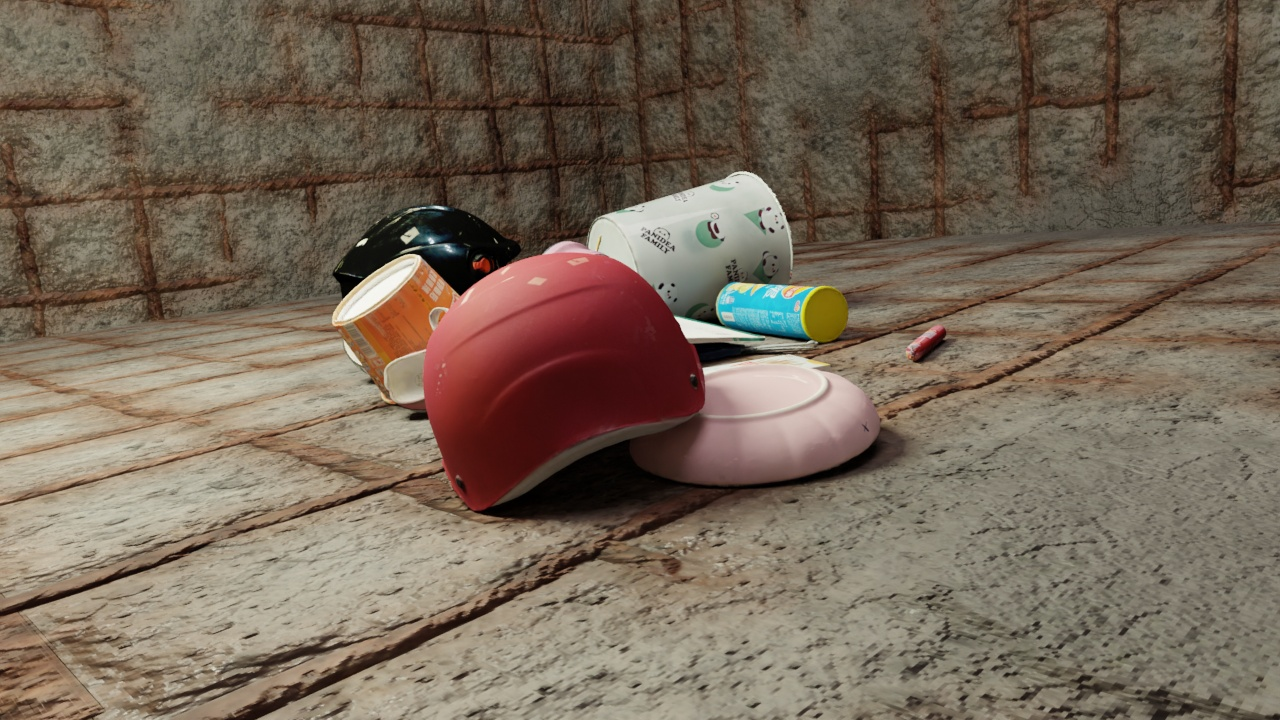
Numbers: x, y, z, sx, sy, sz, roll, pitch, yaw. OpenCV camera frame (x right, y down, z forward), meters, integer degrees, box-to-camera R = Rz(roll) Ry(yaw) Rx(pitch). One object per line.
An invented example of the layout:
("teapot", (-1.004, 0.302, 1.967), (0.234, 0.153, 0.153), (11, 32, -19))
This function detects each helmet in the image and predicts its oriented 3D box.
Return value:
("helmet", (-0.310, -0.119, 1.354), (0.234, 0.230, 0.274), (8, 55, 52))
("helmet", (-0.071, -0.008, 0.695), (0.207, 0.144, 0.240), (-24, 14, -3))

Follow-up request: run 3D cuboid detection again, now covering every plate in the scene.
("plate", (0.084, 0.039, 0.703), (0.192, 0.039, 0.192), (-8, 16, 2))

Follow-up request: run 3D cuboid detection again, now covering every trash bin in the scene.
("trash bin", (0.067, -0.158, 1.421), (0.251, 0.229, 0.230), (-15, 13, -24))

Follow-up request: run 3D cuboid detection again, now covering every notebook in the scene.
("notebook", (0.035, -0.044, 1.174), (0.150, 0.012, 0.209), (-2, 11, -35))

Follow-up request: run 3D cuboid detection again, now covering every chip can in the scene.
("chip can", (0.186, -0.068, 1.238), (0.071, 0.071, 0.210), (-10, 11, -25))

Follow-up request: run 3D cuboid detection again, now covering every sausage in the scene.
("sausage", (0.322, -0.020, 1.036), (0.020, 0.020, 0.155), (0, 11, 30))

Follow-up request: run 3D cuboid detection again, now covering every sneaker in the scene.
("sneaker", (-0.150, 0.004, 0.917), (0.241, 0.118, 0.088), (-10, -8, 8))

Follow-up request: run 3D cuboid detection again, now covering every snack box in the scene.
("snack box", (0.098, 0.022, 0.899), (0.156, 0.027, 0.085), (-10, 10, -18))

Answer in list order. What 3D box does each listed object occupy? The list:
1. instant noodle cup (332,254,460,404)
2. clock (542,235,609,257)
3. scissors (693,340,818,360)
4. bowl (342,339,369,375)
("instant noodle cup", (-0.264, -0.041, 1.035), (0.151, 0.111, 0.151), (-27, 28, 16))
("clock", (-0.086, -0.072, 1.113), (0.060, 0.117, 0.158), (15, 50, 38))
("scissors", (0.125, -0.013, 1.119), (0.143, 0.012, 0.170), (-14, 12, -38))
("bowl", (-0.326, -0.023, 1.213), (0.116, 0.116, 0.066), (-5, -29, 4))
